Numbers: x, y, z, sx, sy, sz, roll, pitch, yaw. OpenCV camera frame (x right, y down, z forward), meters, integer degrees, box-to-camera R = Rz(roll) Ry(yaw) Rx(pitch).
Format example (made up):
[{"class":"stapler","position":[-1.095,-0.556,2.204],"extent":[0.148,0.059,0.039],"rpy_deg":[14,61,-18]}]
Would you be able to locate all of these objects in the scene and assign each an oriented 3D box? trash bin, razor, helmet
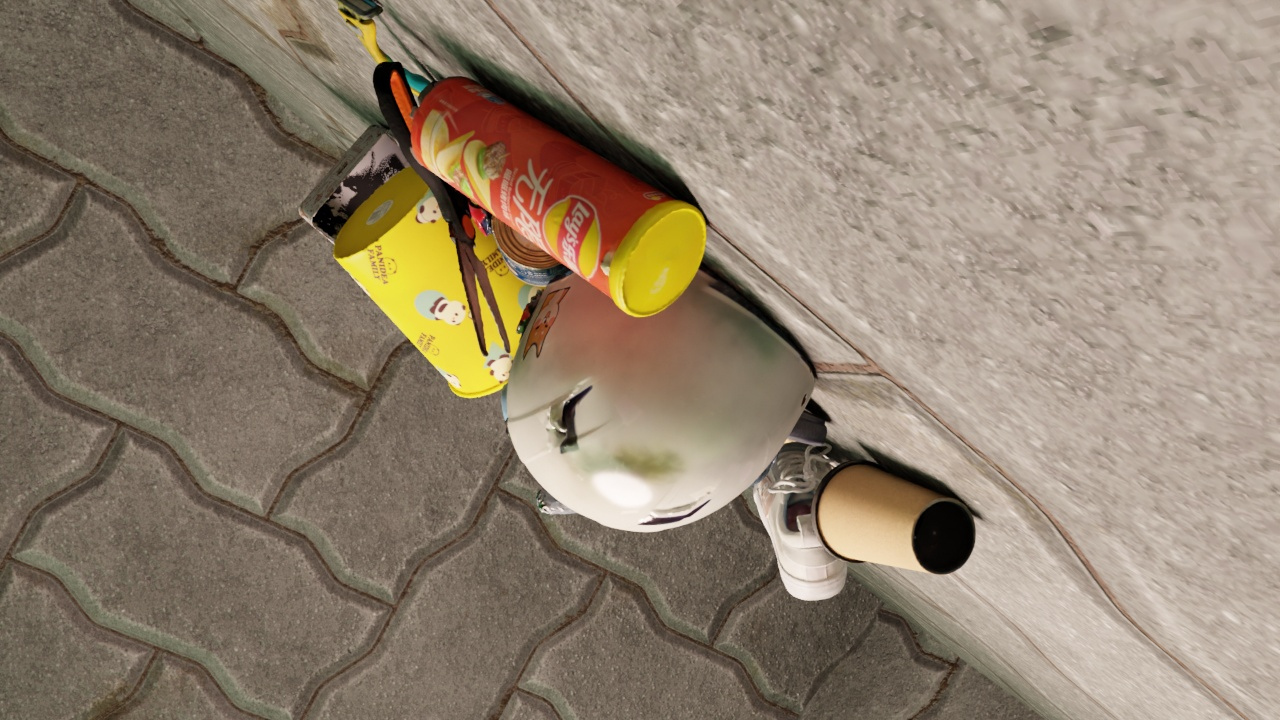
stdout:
[{"class":"trash bin","position":[-0.253,-0.115,1.231],"extent":[0.255,0.229,0.230],"rpy_deg":[48,172,-33]},{"class":"razor","position":[-0.184,-0.229,0.696],"extent":[0.043,0.028,0.132],"rpy_deg":[33,176,23]},{"class":"helmet","position":[-0.009,0.047,0.706],"extent":[0.230,0.156,0.275],"rpy_deg":[42,143,-12]}]

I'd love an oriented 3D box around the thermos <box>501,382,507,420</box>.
[{"class":"thermos","position":[-0.070,0.044,1.199],"extent":[0.070,0.220,0.070],"rpy_deg":[171,91,-84]}]

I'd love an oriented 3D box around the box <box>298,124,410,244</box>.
[{"class":"box","position":[-0.339,-0.193,1.345],"extent":[0.260,0.177,0.082],"rpy_deg":[42,175,-36]}]

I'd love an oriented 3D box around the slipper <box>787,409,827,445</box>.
[{"class":"slipper","position":[0.052,0.003,0.854],"extent":[0.268,0.083,0.110],"rpy_deg":[20,-179,16]}]

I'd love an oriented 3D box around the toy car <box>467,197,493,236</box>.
[{"class":"toy car","position":[-0.146,-0.156,0.786],"extent":[0.049,0.031,0.106],"rpy_deg":[78,175,-80]}]

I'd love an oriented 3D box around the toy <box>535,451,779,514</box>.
[{"class":"toy","position":[0.058,0.097,0.928],"extent":[0.138,0.355,0.091],"rpy_deg":[-15,89,47]}]

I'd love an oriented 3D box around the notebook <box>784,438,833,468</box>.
[{"class":"notebook","position":[0.211,0.130,1.185],"extent":[0.149,0.012,0.211],"rpy_deg":[36,175,19]}]

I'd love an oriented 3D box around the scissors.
[{"class":"scissors","position":[-0.145,-0.116,0.675],"extent":[0.204,0.022,0.224],"rpy_deg":[53,-155,-56]}]

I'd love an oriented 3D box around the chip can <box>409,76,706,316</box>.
[{"class":"chip can","position":[-0.058,-0.108,0.572],"extent":[0.216,0.073,0.073],"rpy_deg":[37,175,33]}]

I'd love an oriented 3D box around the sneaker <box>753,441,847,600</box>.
[{"class":"sneaker","position":[0.161,0.134,0.944],"extent":[0.241,0.089,0.091],"rpy_deg":[-85,-14,-65]}]

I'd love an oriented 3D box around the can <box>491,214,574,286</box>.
[{"class":"can","position":[-0.085,-0.107,0.780],"extent":[0.075,0.075,0.111],"rpy_deg":[39,176,-2]}]

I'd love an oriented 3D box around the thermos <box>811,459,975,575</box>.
[{"class":"thermos","position":[0.212,0.136,0.776],"extent":[0.093,0.093,0.143],"rpy_deg":[40,168,-16]}]
